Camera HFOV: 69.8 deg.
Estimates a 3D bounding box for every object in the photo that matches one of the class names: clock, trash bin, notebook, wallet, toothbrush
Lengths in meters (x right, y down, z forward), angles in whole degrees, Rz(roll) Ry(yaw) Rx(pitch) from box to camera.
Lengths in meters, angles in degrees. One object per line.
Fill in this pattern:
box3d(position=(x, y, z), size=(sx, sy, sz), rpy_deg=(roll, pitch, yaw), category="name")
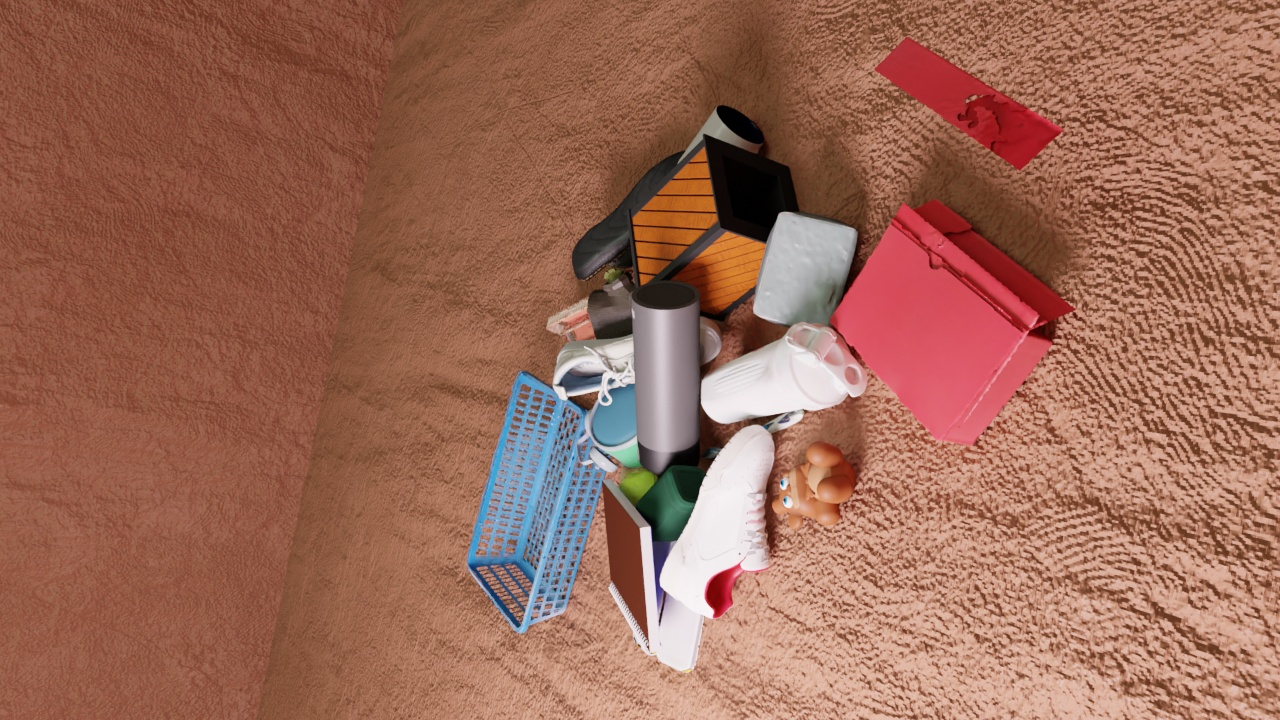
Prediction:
box3d(position=(-0.022, 0.096, 1.299), size=(0.162, 0.075, 0.121), rpy_deg=(-33, 43, 19), category="clock")
box3d(position=(0.094, -0.163, 1.175), size=(0.172, 0.139, 0.139), rpy_deg=(-38, 50, 46), category="trash bin")
box3d(position=(-0.015, 0.268, 1.216), size=(0.209, 0.022, 0.172), rpy_deg=(-149, 53, -73), category="notebook")
box3d(position=(0.190, -0.101, 1.062), size=(0.100, 0.054, 0.132), rpy_deg=(18, 95, 17), category="wallet")
box3d(position=(0.137, 0.093, 1.140), size=(0.190, 0.017, 0.016), rpy_deg=(-33, 53, 49), category="toothbrush")

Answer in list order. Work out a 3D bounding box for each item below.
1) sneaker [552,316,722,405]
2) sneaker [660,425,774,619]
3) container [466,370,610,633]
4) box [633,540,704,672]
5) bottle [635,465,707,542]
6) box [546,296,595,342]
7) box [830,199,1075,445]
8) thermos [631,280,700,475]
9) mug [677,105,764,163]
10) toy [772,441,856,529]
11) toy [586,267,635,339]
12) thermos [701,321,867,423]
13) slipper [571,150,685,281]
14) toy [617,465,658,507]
box3d(position=(-0.007, 0.007, 1.232), size=(0.243, 0.089, 0.090), rpy_deg=(-11, 35, 20), category="sneaker")
box3d(position=(0.119, 0.199, 1.087), size=(0.104, 0.090, 0.237), rpy_deg=(32, 100, 34), category="sneaker")
box3d(position=(-0.159, 0.222, 1.486), size=(0.257, 0.089, 0.362), rpy_deg=(27, 103, 57), category="container")
box3d(position=(0.046, 0.292, 1.212), size=(0.130, 0.036, 0.209), rpy_deg=(10, 88, 54), category="box")
box3d(position=(0.034, 0.194, 1.174), size=(0.132, 0.061, 0.061), rpy_deg=(-53, 43, 38), category="bottle")
box3d(position=(-0.082, -0.066, 1.481), size=(0.187, 0.082, 0.042), rpy_deg=(-22, 51, 55), category="box")
box3d(position=(0.294, -0.034, 0.909), size=(0.153, 0.164, 0.214), rpy_deg=(-27, 45, -4), category="box")
box3d(position=(0.034, 0.026, 1.150), size=(0.082, 0.082, 0.241), rpy_deg=(-134, 36, -52), category="thermos")
box3d(position=(0.118, -0.271, 1.243), size=(0.112, 0.078, 0.097), rpy_deg=(51, 127, 17), category="mug")
box3d(position=(0.184, 0.140, 1.014), size=(0.128, 0.065, 0.094), rpy_deg=(-41, 45, 50), category="toy")
box3d(position=(-0.004, -0.067, 1.288), size=(0.153, 0.078, 0.179), rpy_deg=(-11, 105, 23), category="toy")
box3d(position=(0.155, 0.021, 1.068), size=(0.221, 0.099, 0.099), rpy_deg=(-23, 61, 57), category="thermos")
box3d(position=(0.002, -0.210, 1.393), size=(0.268, 0.075, 0.112), rpy_deg=(-40, 43, 23), category="slipper")
box3d(position=(-0.003, 0.172, 1.306), size=(0.092, 0.046, 0.115), rpy_deg=(-37, 44, 46), category="toy")
